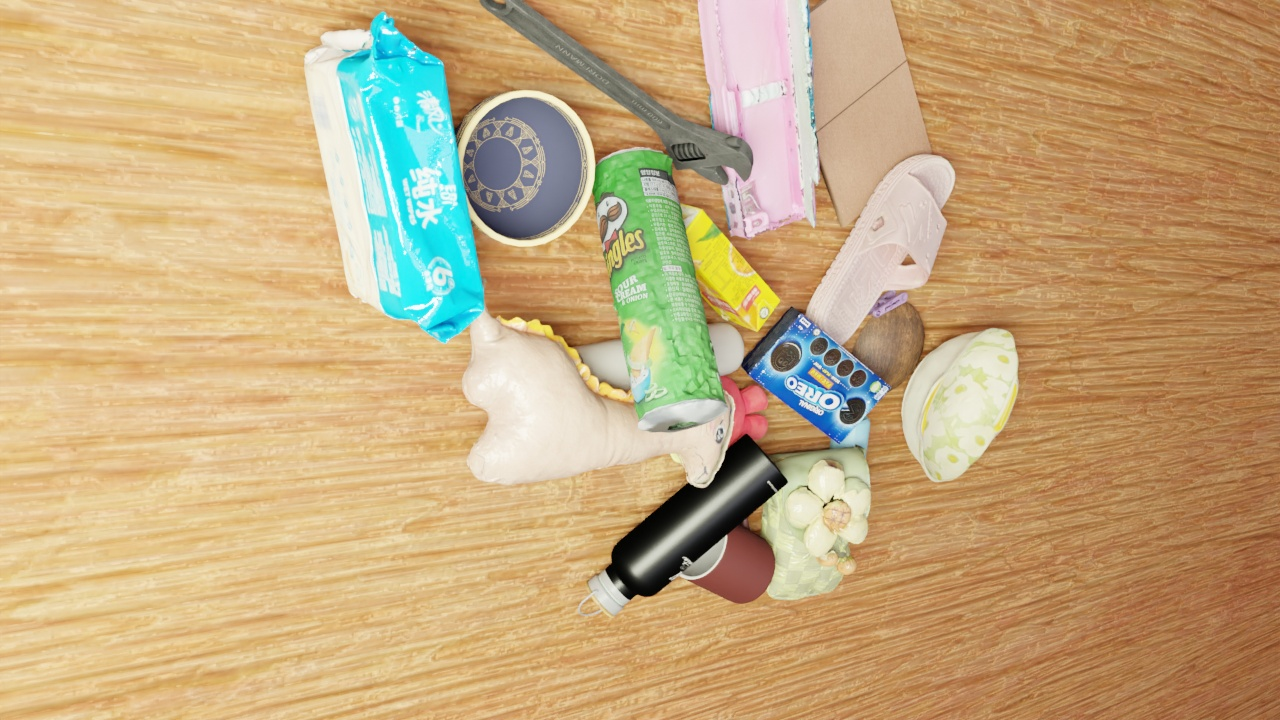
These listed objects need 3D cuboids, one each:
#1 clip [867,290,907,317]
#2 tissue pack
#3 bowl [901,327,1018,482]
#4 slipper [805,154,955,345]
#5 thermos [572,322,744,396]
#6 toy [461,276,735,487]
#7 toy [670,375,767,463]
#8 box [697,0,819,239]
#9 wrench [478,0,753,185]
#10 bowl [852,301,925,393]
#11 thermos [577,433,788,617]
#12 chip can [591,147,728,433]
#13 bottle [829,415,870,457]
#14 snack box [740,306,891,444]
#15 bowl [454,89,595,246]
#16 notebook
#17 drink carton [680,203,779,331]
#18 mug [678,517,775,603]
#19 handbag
[{"bbox_3d":[0.269,-0.061,0.998,0.053,0.036,0.013,-24,116,-11],"label":"clip"},{"bbox_3d":[-0.168,-0.123,0.620,0.065,0.117,0.209,-23,118,-33],"label":"tissue pack"},{"bbox_3d":[0.360,0.044,1.064,0.218,0.060,0.188,3,109,-44],"label":"bowl"},{"bbox_3d":[0.260,-0.111,0.946,0.239,0.064,0.094,-54,135,-5],"label":"slipper"},{"bbox_3d":[-0.005,0.005,0.814,0.223,0.052,0.052,-11,111,-32],"label":"thermos"},{"bbox_3d":[-0.022,0.024,0.738,0.263,0.065,0.196,-8,100,-38],"label":"toy"},{"bbox_3d":[0.073,0.058,0.890,0.135,0.045,0.092,-1,110,-37],"label":"toy"},{"bbox_3d":[0.120,-0.221,0.798,0.085,0.097,0.231,-23,117,-27],"label":"box"},{"bbox_3d":[-0.012,-0.214,0.736,0.273,0.073,0.018,28,66,-31],"label":"wrench"},{"bbox_3d":[0.285,-0.011,1.026,0.114,0.026,0.102,-48,126,-13],"label":"bowl"},{"bbox_3d":[0.032,0.167,0.870,0.231,0.061,0.061,-40,125,1],"label":"thermos"},{"bbox_3d":[0.012,-0.054,0.721,0.075,0.076,0.223,4,66,-36],"label":"chip can"},{"bbox_3d":[0.228,0.123,1.022,0.040,0.040,0.130,-7,109,-33],"label":"bottle"},{"bbox_3d":[0.179,0.018,0.934,0.150,0.027,0.082,34,100,-28],"label":"snack box"},{"bbox_3d":[-0.098,-0.147,0.694,0.112,0.061,0.112,-11,111,-31],"label":"bowl"},{"bbox_3d":[0.216,-0.258,0.907,0.141,0.008,0.209,-40,124,-18],"label":"notebook"},{"bbox_3d":[0.065,-0.083,0.830,0.043,0.058,0.134,-53,127,-7],"label":"drink carton"},{"bbox_3d":[0.087,0.184,0.932,0.082,0.073,0.105,34,59,-37],"label":"mug"},{"bbox_3d":[0.186,0.178,0.959,0.113,0.117,0.187,-5,113,-15],"label":"handbag"}]
